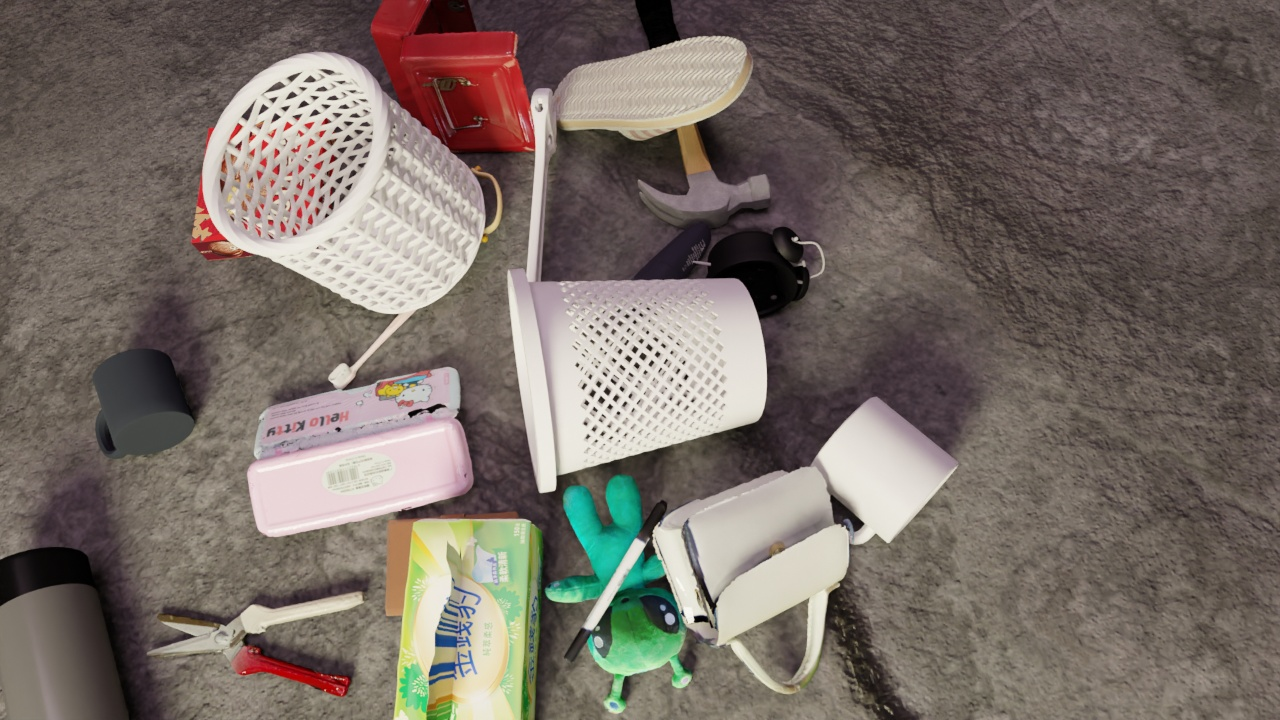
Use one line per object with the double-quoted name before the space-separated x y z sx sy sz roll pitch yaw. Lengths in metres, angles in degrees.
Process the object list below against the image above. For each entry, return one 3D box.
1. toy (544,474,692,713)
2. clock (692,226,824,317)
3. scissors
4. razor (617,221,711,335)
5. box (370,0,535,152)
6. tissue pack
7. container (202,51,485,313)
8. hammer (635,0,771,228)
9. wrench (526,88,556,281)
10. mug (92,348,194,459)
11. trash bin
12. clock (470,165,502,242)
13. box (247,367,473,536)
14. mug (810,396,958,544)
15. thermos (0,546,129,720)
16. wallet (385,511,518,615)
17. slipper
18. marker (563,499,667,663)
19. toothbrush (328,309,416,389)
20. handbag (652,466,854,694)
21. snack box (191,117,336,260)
"toy" -0.012 0.195 0.787 0.130 0.072 0.193 -15 74 -1
"clock" 0.118 -0.086 0.890 0.121 0.091 0.042 -12 54 14
"scissors" -0.332 0.248 0.814 0.179 0.015 0.185 -40 68 -12
"razor" 0.026 -0.087 0.926 0.052 0.047 0.142 25 65 41
"box" -0.195 -0.334 0.993 0.156 0.157 0.170 -4 66 0
"tissue pack" -0.142 0.221 0.732 0.120 0.141 0.197 -6 70 1
"container" -0.272 -0.159 0.870 0.189 0.186 0.189 -5 74 18
"hammer" 0.043 -0.290 1.019 0.131 0.039 0.327 -12 65 0
"wrench" -0.106 -0.154 0.948 0.018 0.066 0.273 1 75 4
"mug" -0.494 0.050 0.894 0.105 0.071 0.077 -39 66 16
"trash bin" -0.005 0.005 0.817 0.199 0.196 0.195 -8 65 -10
"clock" -0.209 -0.158 0.977 0.130 0.044 0.099 -12 65 7
"box" -0.265 0.078 0.861 0.201 0.067 0.153 -13 65 -2
"mug" 0.202 0.106 0.803 0.090 0.091 0.121 42 108 20
"thermos" -0.487 0.280 0.774 0.082 0.082 0.240 -27 66 -8
"wallet" -0.170 0.183 0.832 0.121 0.013 0.087 -4 70 3
"slipper" 0.009 -0.281 0.965 0.263 0.052 0.115 8 67 42
"marker" -0.019 0.179 0.754 0.011 0.011 0.152 28 72 16
"toothbrush" -0.250 -0.041 0.939 0.016 0.018 0.181 30 70 29
"handbag" 0.109 0.188 0.755 0.151 0.074 0.176 -17 89 -27
"snack box" -0.411 -0.191 1.010 0.133 0.036 0.151 -6 65 2
